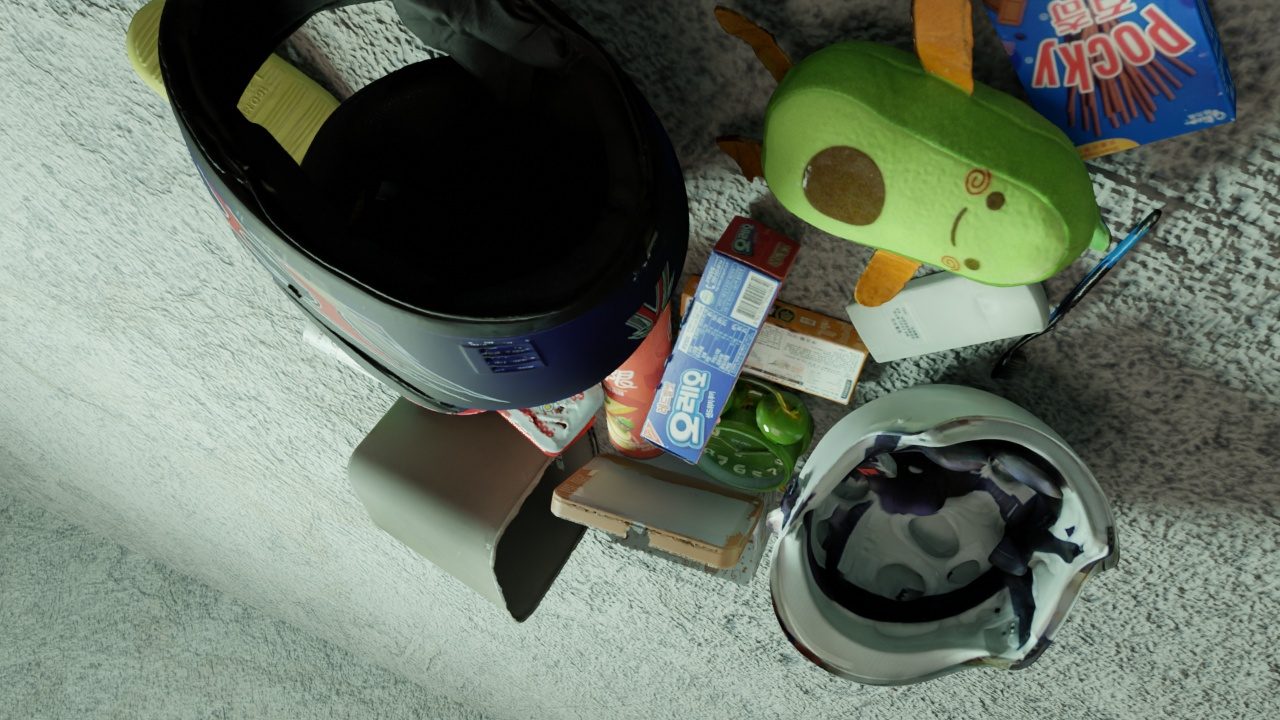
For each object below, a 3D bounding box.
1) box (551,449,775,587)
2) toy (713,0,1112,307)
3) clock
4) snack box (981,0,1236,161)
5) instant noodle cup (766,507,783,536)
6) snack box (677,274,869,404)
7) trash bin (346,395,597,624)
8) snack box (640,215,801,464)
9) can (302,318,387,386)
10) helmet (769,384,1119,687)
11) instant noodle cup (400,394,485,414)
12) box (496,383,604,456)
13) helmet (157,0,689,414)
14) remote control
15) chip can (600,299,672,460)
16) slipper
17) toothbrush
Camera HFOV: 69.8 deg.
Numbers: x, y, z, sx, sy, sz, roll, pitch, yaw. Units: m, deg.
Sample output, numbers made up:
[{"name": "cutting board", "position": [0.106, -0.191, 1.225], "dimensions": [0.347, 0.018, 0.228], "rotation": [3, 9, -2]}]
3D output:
[{"name": "box", "position": [0.037, 0.146, 0.924], "dimensions": [0.179, 0.130, 0.272], "rotation": [15, 171, 17]}, {"name": "toy", "position": [0.143, -0.113, 0.523], "dimensions": [0.247, 0.089, 0.227], "rotation": [26, 151, 21]}, {"name": "clock", "position": [0.096, 0.060, 0.834], "dimensions": [0.116, 0.056, 0.161], "rotation": [15, 145, 16]}, {"name": "snack box", "position": [0.224, -0.171, 0.450], "dimensions": [0.085, 0.026, 0.157], "rotation": [-11, 132, 43]}, {"name": "instant noodle cup", "position": [0.224, 0.159, 0.880], "dimensions": [0.173, 0.060, 0.138], "rotation": [32, 147, -7]}, {"name": "snack box", "position": [0.106, -0.016, 0.748], "dimensions": [0.154, 0.026, 0.075], "rotation": [18, 146, 12]}, {"name": "trash bin", "position": [-0.185, 0.143, 1.038], "dimensions": [0.220, 0.198, 0.199], "rotation": [22, 146, 21]}, {"name": "snack box", "position": [0.057, -0.009, 0.709], "dimensions": [0.057, 0.058, 0.208], "rotation": [25, 133, 7]}, {"name": "can", "position": [-0.289, -0.012, 0.999], "dimensions": [0.146, 0.058, 0.058], "rotation": [29, 147, -4]}, {"name": "helmet", "position": [0.221, 0.123, 0.726], "dimensions": [0.229, 0.145, 0.259], "rotation": [27, 121, -4]}, {"name": "instant noodle cup", "position": [-0.146, -0.054, 0.769], "dimensions": [0.194, 0.065, 0.194], "rotation": [3, 100, 15]}, {"name": "box", "position": [-0.118, -0.011, 0.843], "dimensions": [0.201, 0.095, 0.102], "rotation": [41, 123, 5]}, {"name": "helmet", "position": [-0.124, -0.108, 0.592], "dimensions": [0.315, 0.247, 0.241], "rotation": [35, 169, -1]}, {"name": "remote control", "position": [0.214, -0.035, 0.646], "dimensions": [0.135, 0.019, 0.056], "rotation": [-15, 116, 46]}, {"name": "chip can", "position": [-0.005, 0.005, 0.813], "dimensions": [0.073, 0.073, 0.217], "rotation": [17, 146, 15]}, {"name": "slipper", "position": [-0.311, -0.211, 0.732], "dimensions": [0.190, 0.091, 0.081], "rotation": [41, -175, -38]}, {"name": "toothbrush", "position": [0.284, -0.036, 0.608], "dimensions": [0.016, 0.014, 0.190], "rotation": [24, 146, 2]}]
